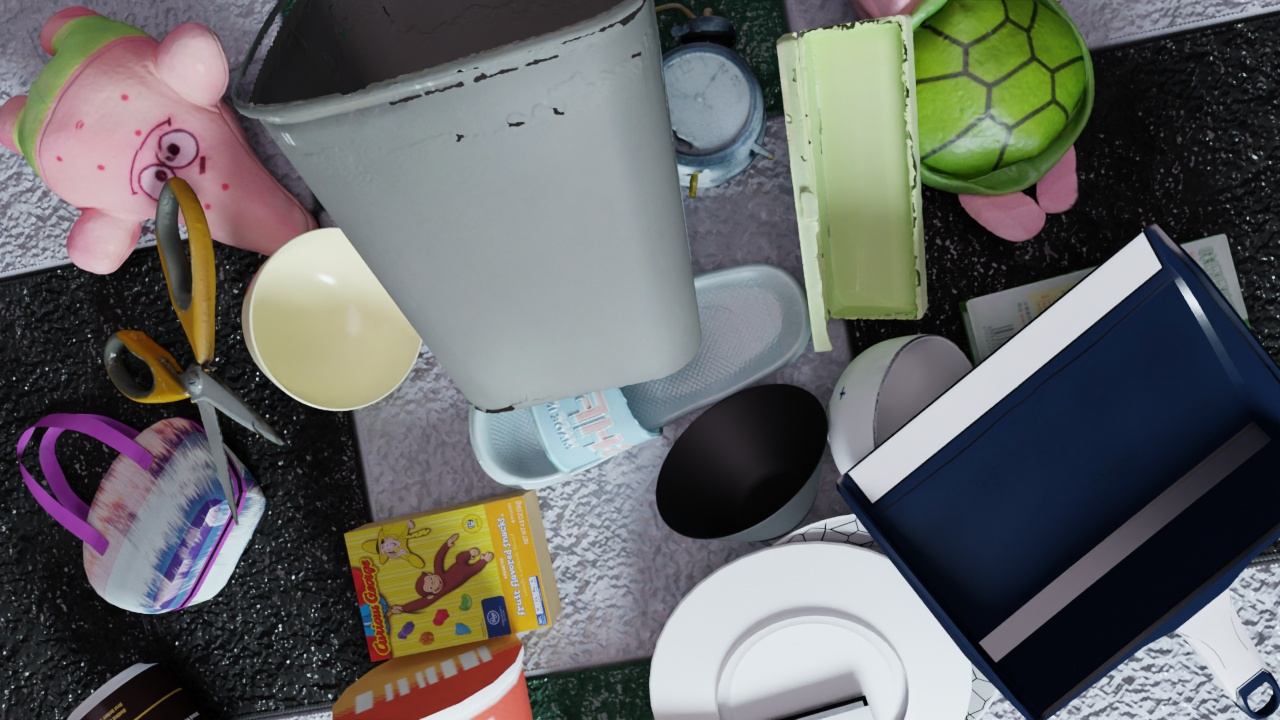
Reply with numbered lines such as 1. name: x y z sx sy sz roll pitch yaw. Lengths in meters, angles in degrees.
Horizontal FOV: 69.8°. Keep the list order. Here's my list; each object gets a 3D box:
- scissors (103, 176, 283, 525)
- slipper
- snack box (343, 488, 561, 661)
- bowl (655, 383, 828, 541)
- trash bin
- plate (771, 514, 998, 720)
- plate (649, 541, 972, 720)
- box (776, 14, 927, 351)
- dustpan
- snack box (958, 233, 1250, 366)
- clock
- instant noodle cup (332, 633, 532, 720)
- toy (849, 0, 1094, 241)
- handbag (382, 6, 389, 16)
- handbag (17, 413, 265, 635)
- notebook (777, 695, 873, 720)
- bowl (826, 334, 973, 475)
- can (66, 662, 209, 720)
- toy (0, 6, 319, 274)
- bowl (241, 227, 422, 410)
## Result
1. scissors: -0.291 -0.010 0.591 0.225 0.016 0.225 20 108 34
2. slipper: -0.004 0.004 0.604 0.245 0.074 0.104 -23 87 4
3. snack box: -0.127 0.146 0.632 0.126 0.040 0.088 -13 89 5
4. bowl: 0.076 0.079 0.594 0.124 0.124 0.052 -37 120 4
5. trash bin: -0.064 -0.106 0.507 0.197 0.197 0.220 -12 133 7
6. plate: 0.144 0.184 0.602 0.188 0.016 0.189 1 106 2
7. plate: 0.110 0.215 0.593 0.208 0.015 0.209 1 106 2
8. box: 0.135 -0.108 0.559 0.083 0.091 0.188 -7 112 10
9. dustpan: 0.288 0.103 0.532 0.236 0.080 0.273 -40 113 1
10. snack box: 0.307 0.003 0.597 0.168 0.027 0.132 -15 90 5
11. clock: 0.034 -0.176 0.612 0.090 0.052 0.129 -27 83 5
12. instant noodle cup: -0.120 0.261 0.598 0.123 0.123 0.121 -15 96 5
13. toy: 0.202 -0.190 0.577 0.190 0.087 0.238 -30 93 -1
14. handbag: -0.105 -0.195 0.593 0.154 0.114 0.125 -11 94 2
15. handbag: -0.365 0.095 0.649 0.170 0.068 0.144 28 91 11
16. notebook: 0.071 0.315 0.605 0.207 0.016 0.149 -19 103 7
17. bowl: 0.161 0.041 0.582 0.113 0.063 0.113 0 90 -37
18. can: -0.329 0.278 0.636 0.072 0.072 0.128 -43 87 4
19. toy: -0.326 -0.140 0.626 0.236 0.096 0.192 33 105 -2
20. bowl: -0.217 -0.027 0.618 0.074 0.117 0.118 2 90 47
